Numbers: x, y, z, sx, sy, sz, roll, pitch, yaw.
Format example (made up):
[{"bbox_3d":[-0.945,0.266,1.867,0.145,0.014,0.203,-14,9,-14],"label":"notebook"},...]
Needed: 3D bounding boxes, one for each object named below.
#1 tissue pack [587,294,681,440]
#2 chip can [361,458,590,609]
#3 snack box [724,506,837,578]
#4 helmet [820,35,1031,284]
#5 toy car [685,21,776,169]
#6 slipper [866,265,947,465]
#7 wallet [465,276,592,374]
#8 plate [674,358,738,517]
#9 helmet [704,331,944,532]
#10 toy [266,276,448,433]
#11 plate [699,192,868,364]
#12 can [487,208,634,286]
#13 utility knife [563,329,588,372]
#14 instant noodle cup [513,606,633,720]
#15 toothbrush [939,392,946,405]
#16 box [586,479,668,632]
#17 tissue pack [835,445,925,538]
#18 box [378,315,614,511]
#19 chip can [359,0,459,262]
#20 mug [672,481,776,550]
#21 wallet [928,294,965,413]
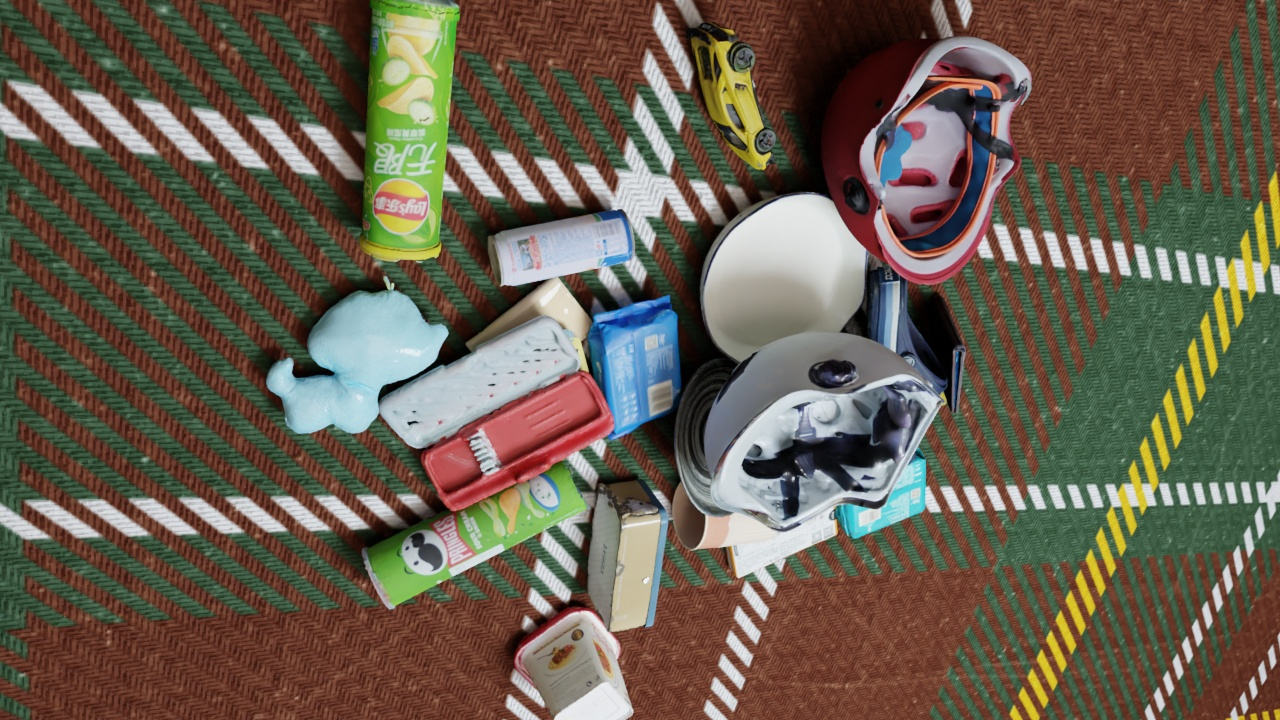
[{"bbox_3d":[-0.006,0.006,0.976,0.094,0.052,0.157,-20,125,-22],"label":"tissue pack"},{"bbox_3d":[-0.174,0.181,0.987,0.236,0.072,0.072,-25,123,-10],"label":"chip can"},{"bbox_3d":[0.182,0.220,1.189,0.153,0.026,0.075,-20,123,-12],"label":"snack box"},{"bbox_3d":[0.269,-0.210,0.930,0.206,0.144,0.240,-19,124,-26],"label":"helmet"},{"bbox_3d":[0.088,-0.248,0.875,0.041,0.071,0.156,-31,124,-8],"label":"toy car"},{"bbox_3d":[0.308,0.007,1.071,0.095,0.104,0.253,-2,117,15],"label":"slipper"},{"bbox_3d":[-0.108,-0.023,0.938,0.115,0.024,0.087,-39,127,-3],"label":"wallet"},{"bbox_3d":[0.087,0.086,1.037,0.179,0.024,0.179,-1,91,-50],"label":"plate"},{"bbox_3d":[0.175,0.057,0.977,0.258,0.145,0.230,-7,136,-15],"label":"helmet"},{"bbox_3d":[-0.265,-0.003,0.863,0.161,0.050,0.156,3,110,-19],"label":"toy"},{"bbox_3d":[0.154,-0.088,1.004,0.204,0.045,0.205,-10,118,-19],"label":"plate"},{"bbox_3d":[-0.077,-0.109,0.887,0.134,0.053,0.053,-14,120,-17],"label":"can"},{"bbox_3d":[-0.067,0.027,0.975,0.030,0.018,0.167,-31,131,-22],"label":"utility knife"},{"bbox_3d":[-0.074,0.382,1.103,0.116,0.124,0.116,-35,124,-4],"label":"instant noodle cup"},{"bbox_3d":[0.347,-0.004,1.148,0.015,0.016,0.190,-39,124,1],"label":"toothbrush"},{"bbox_3d":[-0.018,0.233,1.072,0.062,0.089,0.185,-7,120,-22],"label":"box"},{"bbox_3d":[0.316,0.168,1.205,0.133,0.050,0.093,-17,120,-15],"label":"tissue pack"},{"bbox_3d":[-0.143,0.053,0.930,0.201,0.058,0.161,-27,114,5],"label":"box"},{"bbox_3d":[-0.197,-0.198,0.778,0.072,0.072,0.222,0,115,-24],"label":"chip can"},{"bbox_3d":[0.103,0.166,1.101,0.105,0.082,0.114,1,90,-26],"label":"mug"},{"bbox_3d":[0.364,-0.009,1.095,0.020,0.122,0.096,-5,122,9],"label":"wallet"}]
